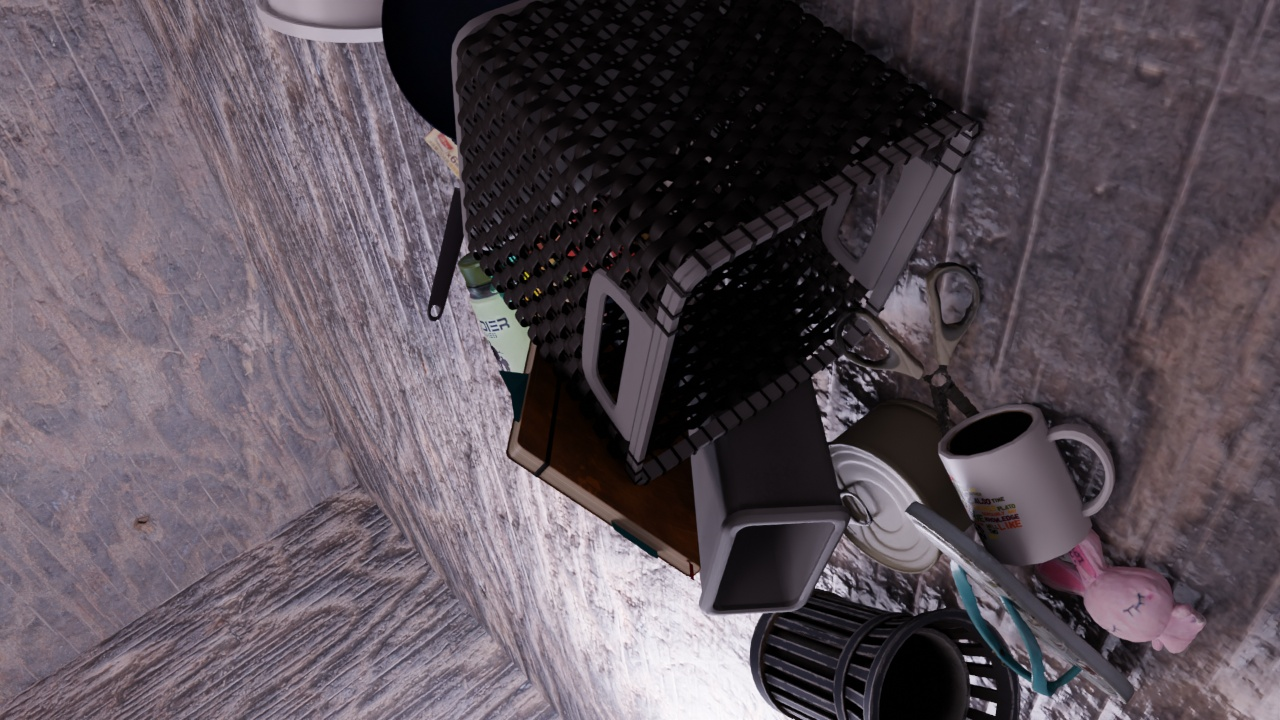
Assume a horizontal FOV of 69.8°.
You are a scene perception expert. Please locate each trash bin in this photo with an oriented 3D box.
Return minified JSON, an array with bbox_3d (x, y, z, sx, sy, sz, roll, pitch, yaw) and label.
[{"bbox_3d":[-0.292,-0.447,0.901,0.195,0.195,0.200,38,139,34],"label":"trash bin"},{"bbox_3d":[0.221,0.308,0.898,0.164,0.164,0.228,60,157,-8],"label":"trash bin"},{"bbox_3d":[0.094,0.082,0.800,0.192,0.097,0.219,96,170,-53],"label":"trash bin"}]

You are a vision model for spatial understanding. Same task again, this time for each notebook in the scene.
[{"bbox_3d":[-0.029,0.046,0.707,0.178,0.014,0.248,37,-157,-18],"label":"notebook"}]

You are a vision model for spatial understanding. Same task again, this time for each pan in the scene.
[{"bbox_3d":[-0.138,-0.204,0.793,0.021,0.198,0.357,-120,45,-73],"label":"pan"}]

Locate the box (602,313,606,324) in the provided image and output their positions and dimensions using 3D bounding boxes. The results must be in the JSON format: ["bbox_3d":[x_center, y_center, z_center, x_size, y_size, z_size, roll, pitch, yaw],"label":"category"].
[{"bbox_3d":[-0.070,-0.019,1.035,0.108,0.136,0.129,54,156,-14],"label":"box"}]

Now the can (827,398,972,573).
[{"bbox_3d":[0.215,0.103,0.762,0.128,0.073,0.128,41,150,29],"label":"can"}]

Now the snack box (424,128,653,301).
[{"bbox_3d":[-0.086,-0.162,0.889,0.113,0.060,0.236,-24,116,41],"label":"snack box"}]

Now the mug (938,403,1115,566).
[{"bbox_3d":[0.278,0.083,0.647,0.105,0.073,0.089,-21,103,37],"label":"mug"}]

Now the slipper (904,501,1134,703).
[{"bbox_3d":[0.271,0.192,0.687,0.268,0.055,0.098,41,180,-25],"label":"slipper"}]

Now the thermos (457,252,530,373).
[{"bbox_3d":[-0.175,-0.047,1.260,0.082,0.082,0.231,18,134,52],"label":"thermos"}]

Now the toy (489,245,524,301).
[{"bbox_3d":[-0.163,-0.136,1.100,0.072,0.130,0.193,14,172,-4],"label":"toy"}]

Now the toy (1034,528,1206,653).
[{"bbox_3d":[0.339,0.166,0.656,0.110,0.047,0.064,39,141,38],"label":"toy"}]

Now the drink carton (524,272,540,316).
[{"bbox_3d":[-0.106,-0.098,1.101,0.043,0.058,0.135,44,152,23],"label":"drink carton"}]

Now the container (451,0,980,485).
[{"bbox_3d":[0.029,-0.111,0.652,0.243,0.245,0.248,49,153,23],"label":"container"}]

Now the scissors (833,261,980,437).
[{"bbox_3d":[0.212,-0.001,0.663,0.158,0.012,0.162,18,119,-8],"label":"scissors"}]

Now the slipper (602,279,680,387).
[{"bbox_3d":[-0.006,0.005,0.933,0.095,0.105,0.253,4,156,12],"label":"slipper"}]
